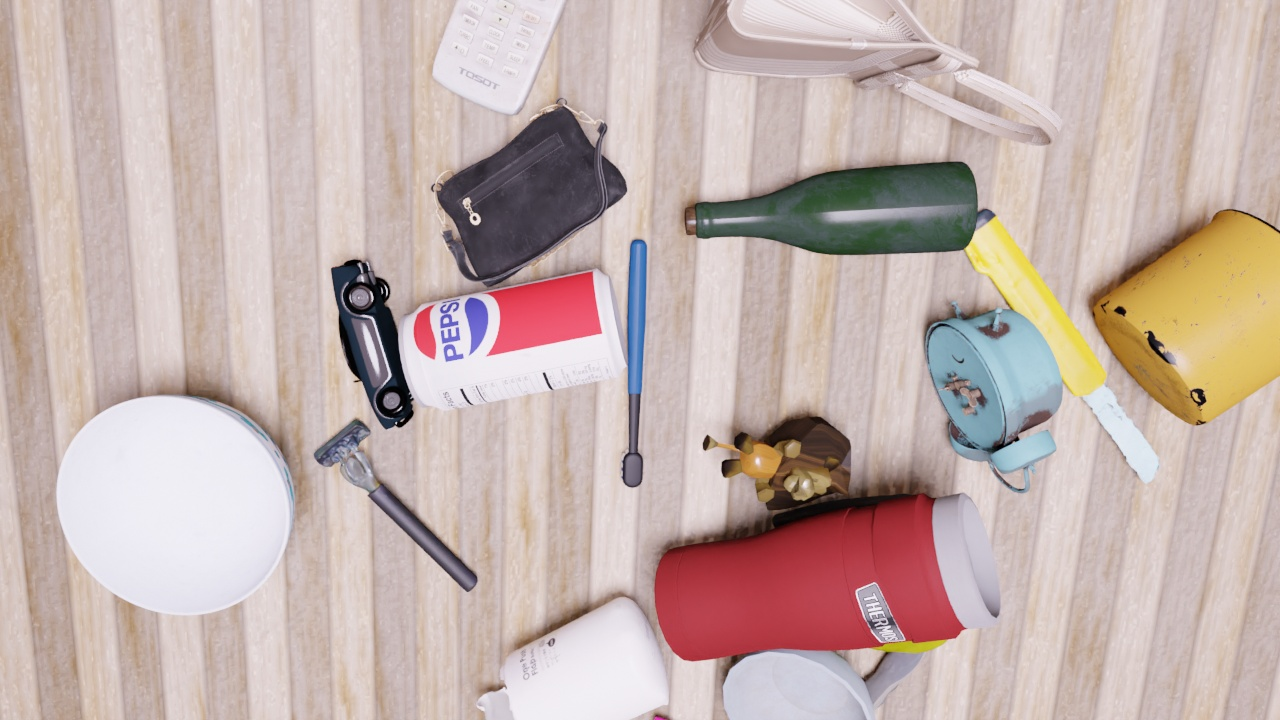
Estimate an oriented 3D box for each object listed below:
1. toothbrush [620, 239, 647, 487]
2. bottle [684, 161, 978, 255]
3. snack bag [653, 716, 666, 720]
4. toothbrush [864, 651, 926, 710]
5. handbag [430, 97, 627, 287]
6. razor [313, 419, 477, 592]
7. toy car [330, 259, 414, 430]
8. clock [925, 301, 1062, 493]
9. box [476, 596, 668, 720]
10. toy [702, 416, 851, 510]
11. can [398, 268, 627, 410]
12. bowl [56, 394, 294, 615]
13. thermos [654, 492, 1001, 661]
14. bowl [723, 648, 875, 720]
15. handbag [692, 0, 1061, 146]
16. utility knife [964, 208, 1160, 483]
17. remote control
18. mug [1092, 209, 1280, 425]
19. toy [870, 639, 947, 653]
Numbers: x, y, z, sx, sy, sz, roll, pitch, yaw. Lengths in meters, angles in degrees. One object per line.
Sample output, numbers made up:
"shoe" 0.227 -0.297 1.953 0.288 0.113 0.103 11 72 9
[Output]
"toothbrush" -0.004 0.004 0.612 0.014 0.014 0.168 0 100 -11
"bottle" 0.115 -0.091 0.571 0.174 0.055 0.055 -3 102 3
"snack bag" 0.097 0.317 0.661 0.196 0.016 0.070 14 90 5
"toothbrush" 0.185 0.217 0.657 0.024 0.022 0.186 36 99 -7
"handbag" -0.071 -0.104 0.571 0.128 0.054 0.079 -33 96 10
"razor" -0.164 0.107 0.634 0.043 0.022 0.144 -39 100 10
"toy car" -0.174 -0.010 0.596 0.034 0.046 0.112 -14 101 2
"clock" 0.224 0.025 0.579 0.053 0.090 0.124 -21 101 -5
"box" -0.048 0.229 0.634 0.143 0.080 0.089 -26 117 7
"toy" 0.089 0.066 0.599 0.100 0.062 0.076 12 121 -20
"can" -0.079 -0.012 0.582 0.132 0.070 0.070 -11 102 3
"bowl" -0.289 0.084 0.604 0.144 0.074 0.144 0 103 1
"thermos" 0.116 0.132 0.583 0.199 0.107 0.084 -17 117 28
"bowl" 0.114 0.235 0.640 0.106 0.039 0.106 11 118 23
"handbag" 0.135 -0.159 0.496 0.198 0.175 0.062 22 101 -7
"utility knife" 0.280 -0.006 0.606 0.030 0.019 0.223 -36 95 14
"remote control" -0.076 -0.223 0.558 0.060 0.025 0.138 24 102 -5
"mug" 0.352 -0.018 0.569 0.094 0.100 0.123 -37 140 10
"toy" 0.161 0.159 0.628 0.110 0.051 0.090 -9 104 6
